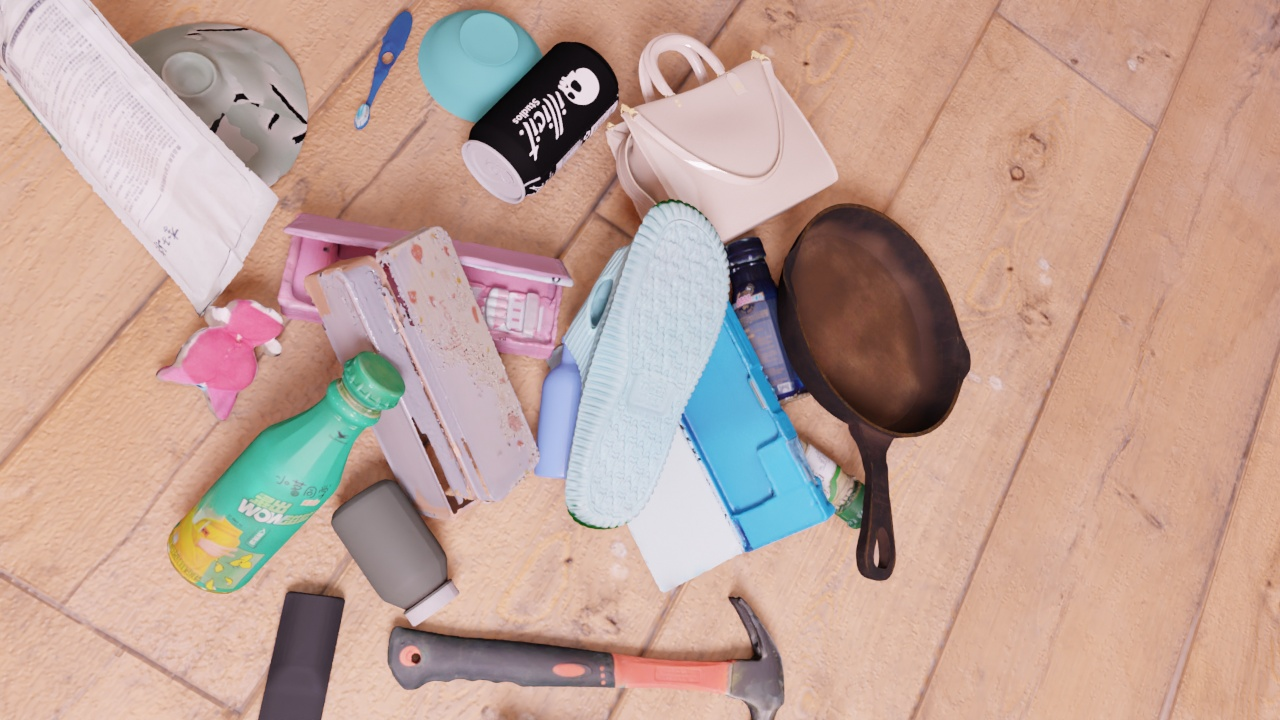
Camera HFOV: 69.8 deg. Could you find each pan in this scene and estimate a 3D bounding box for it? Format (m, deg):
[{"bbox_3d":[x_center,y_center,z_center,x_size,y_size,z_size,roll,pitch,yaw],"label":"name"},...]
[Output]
[{"bbox_3d":[0.206,0.024,0.840,0.248,0.043,0.355,22,62,-29],"label":"pan"}]

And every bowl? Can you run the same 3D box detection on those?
[{"bbox_3d":[-0.368,-0.222,0.762,0.174,0.068,0.174,3,77,-14],"label":"bowl"},{"bbox_3d":[-0.144,-0.287,0.856,0.121,0.046,0.121,4,75,-15],"label":"bowl"}]

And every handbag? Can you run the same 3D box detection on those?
[{"bbox_3d":[0.060,-0.212,0.857,0.194,0.101,0.198,-29,93,-24],"label":"handbag"}]

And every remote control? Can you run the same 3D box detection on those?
[{"bbox_3d":[-0.261,0.249,0.695,0.045,0.021,0.140,11,74,-12],"label":"remote control"}]

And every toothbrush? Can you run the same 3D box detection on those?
[{"bbox_3d":[-0.235,-0.269,0.841,0.021,0.016,0.132,21,72,-13],"label":"toothbrush"}]

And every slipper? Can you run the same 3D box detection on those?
[{"bbox_3d":[-0.005,0.004,0.757,0.115,0.069,0.276,15,94,-34],"label":"slipper"}]

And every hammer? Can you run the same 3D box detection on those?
[{"bbox_3d":[-0.038,0.254,0.756,0.333,0.033,0.133,8,75,-14],"label":"hammer"}]

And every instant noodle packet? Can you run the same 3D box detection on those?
[{"bbox_3d":[-0.398,-0.178,0.717,0.269,0.147,0.057,48,34,0],"label":"instant noodle packet"}]

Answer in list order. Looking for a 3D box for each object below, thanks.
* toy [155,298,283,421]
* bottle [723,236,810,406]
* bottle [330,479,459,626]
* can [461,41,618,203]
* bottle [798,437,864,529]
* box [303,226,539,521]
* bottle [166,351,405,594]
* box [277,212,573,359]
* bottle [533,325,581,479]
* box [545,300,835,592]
[{"bbox_3d":[-0.328,-0.009,0.730,0.065,0.050,0.102,39,97,-25],"label":"toy"},{"bbox_3d":[0.115,-0.036,0.861,0.056,0.056,0.160,-11,79,-19],"label":"bottle"},{"bbox_3d":[-0.190,0.151,0.720,0.060,0.060,0.108,-34,87,-22],"label":"bottle"},{"bbox_3d":[-0.089,-0.218,0.836,0.080,0.080,0.145,40,69,-3],"label":"can"},{"bbox_3d":[0.168,0.109,0.847,0.110,0.043,0.042,37,69,-4],"label":"bottle"},{"bbox_3d":[-0.175,0.016,0.715,0.094,0.108,0.216,-55,129,-60],"label":"box"},{"bbox_3d":[-0.252,0.079,0.662,0.210,0.068,0.068,-44,91,13],"label":"bottle"},{"bbox_3d":[-0.174,-0.076,0.760,0.232,0.099,0.099,11,66,-13],"label":"box"},{"bbox_3d":[-0.061,0.035,0.785,0.048,0.048,0.131,7,83,-15],"label":"bottle"},{"bbox_3d":[0.043,0.061,0.823,0.174,0.063,0.243,-27,84,8],"label":"box"}]
